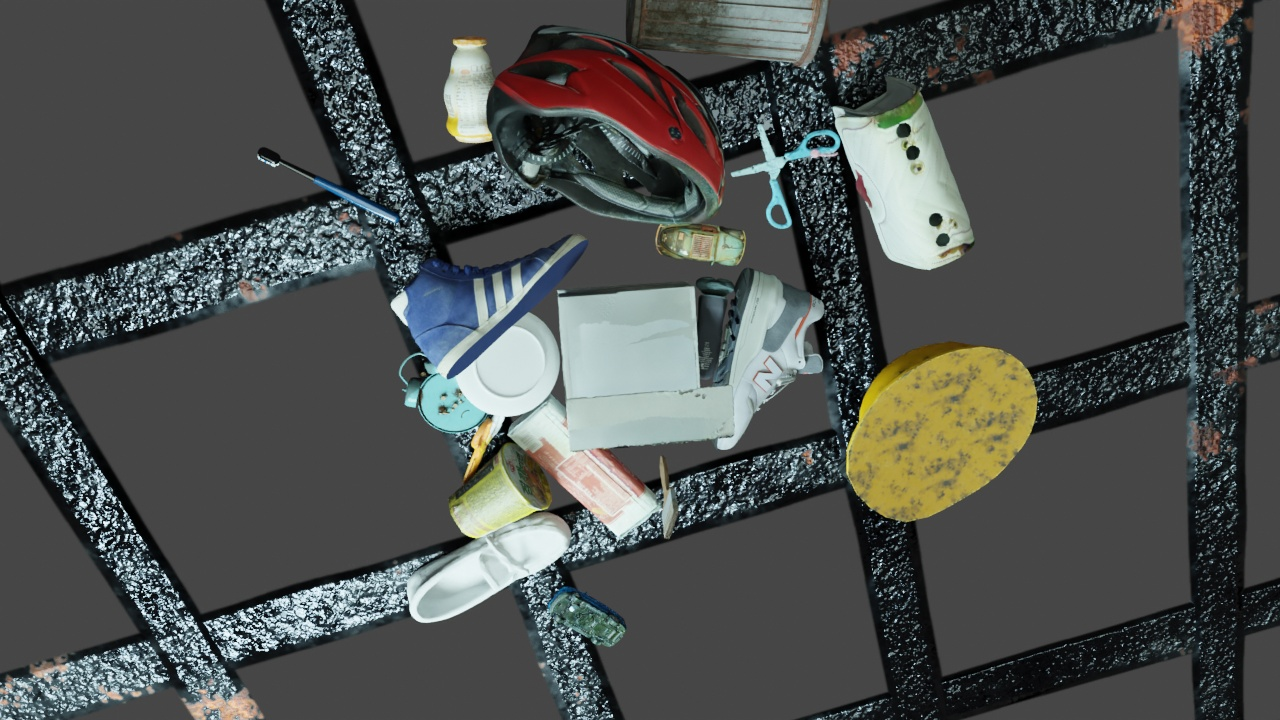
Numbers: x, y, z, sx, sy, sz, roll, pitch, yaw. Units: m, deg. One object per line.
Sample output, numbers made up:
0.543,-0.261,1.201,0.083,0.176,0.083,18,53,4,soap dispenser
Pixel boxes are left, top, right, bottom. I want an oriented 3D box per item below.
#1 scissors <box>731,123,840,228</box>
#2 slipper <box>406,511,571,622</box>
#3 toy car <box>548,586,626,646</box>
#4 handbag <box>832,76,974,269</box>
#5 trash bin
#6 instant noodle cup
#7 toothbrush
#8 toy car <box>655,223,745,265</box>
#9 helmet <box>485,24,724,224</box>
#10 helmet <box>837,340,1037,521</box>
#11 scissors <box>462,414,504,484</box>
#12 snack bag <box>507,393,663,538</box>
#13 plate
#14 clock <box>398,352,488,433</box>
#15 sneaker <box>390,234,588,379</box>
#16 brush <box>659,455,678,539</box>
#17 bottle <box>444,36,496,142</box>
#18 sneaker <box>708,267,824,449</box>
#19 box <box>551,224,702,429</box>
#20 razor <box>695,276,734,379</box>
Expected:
0.178,-0.225,1.108,0.135,0.015,0.135,-12,112,5,scissors
-0.209,0.282,1.253,0.247,0.074,0.112,-26,129,3,slipper
-0.077,0.365,1.313,0.120,0.043,0.056,35,105,-21,toy car
0.302,-0.213,1.057,0.096,0.141,0.198,-25,113,7,handbag
0.095,-0.383,0.965,0.211,0.130,0.131,2,113,-6,trash bin
-0.186,0.176,1.193,0.108,0.102,0.102,-34,113,15,instant noodle cup
-0.356,-0.199,1.051,0.167,0.014,0.014,26,74,-19,toothbrush
0.075,-0.140,1.110,0.112,0.047,0.047,6,109,-9,toy car
-0.028,-0.239,0.977,0.272,0.218,0.166,25,74,-15,helmet
0.368,0.070,1.190,0.205,0.131,0.256,38,105,-19,helmet
-0.207,0.114,1.195,0.013,0.070,0.131,33,129,9,scissors
-0.072,0.142,1.221,0.077,0.041,0.225,-40,113,11,snack bag
-0.162,0.003,1.133,0.134,0.011,0.134,-2,94,-24,plate
-0.244,0.035,1.146,0.124,0.053,0.090,40,102,-20,clock
-0.186,-0.100,1.087,0.118,0.091,0.233,44,84,6,sneaker
0.034,0.166,1.186,0.008,0.143,0.045,10,120,-10,brush
-0.183,-0.296,1.004,0.063,0.063,0.109,-2,114,-6,bottle
0.165,0.007,1.163,0.124,0.088,0.240,7,109,-6,sneaker
-0.031,-0.066,1.263,0.169,0.403,0.172,-4,113,-4,box
0.087,-0.040,1.157,0.047,0.052,0.143,8,117,4,razor
